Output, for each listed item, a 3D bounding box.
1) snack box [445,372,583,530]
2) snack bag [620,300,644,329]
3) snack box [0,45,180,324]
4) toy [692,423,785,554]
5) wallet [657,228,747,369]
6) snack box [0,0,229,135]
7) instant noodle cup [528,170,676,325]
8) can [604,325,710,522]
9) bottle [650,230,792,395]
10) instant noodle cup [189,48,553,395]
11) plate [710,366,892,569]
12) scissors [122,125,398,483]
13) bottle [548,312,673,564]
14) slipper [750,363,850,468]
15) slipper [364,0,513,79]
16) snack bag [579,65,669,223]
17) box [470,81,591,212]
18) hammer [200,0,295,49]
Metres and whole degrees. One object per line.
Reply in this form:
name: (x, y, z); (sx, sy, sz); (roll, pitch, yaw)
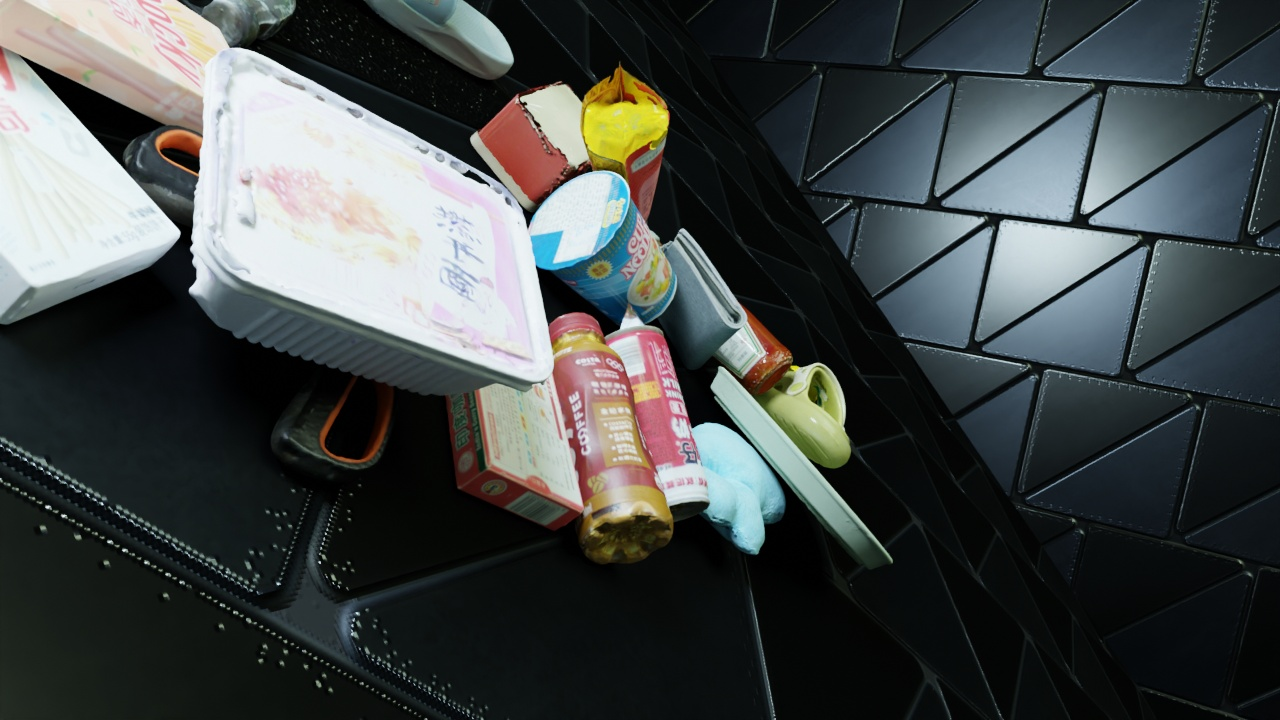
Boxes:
snack box: (-0.081, 0.021, 0.551); (0.077, 0.027, 0.155); (34, 28, -42)
snack bag: (-0.004, 0.004, 0.726); (0.048, 0.026, 0.104); (50, 37, -42)
snack box: (-0.258, -0.090, 0.341); (0.157, 0.027, 0.084); (51, 20, -11)
toy: (0.070, 0.095, 0.733); (0.161, 0.050, 0.156); (40, 21, -30)
wallet: (0.047, -0.056, 0.843); (0.106, 0.037, 0.130); (59, -19, 8)
snack box: (-0.245, -0.154, 0.430); (0.084, 0.026, 0.157); (57, 10, 15)
instant noodle cup: (-0.025, -0.085, 0.764); (0.110, 0.099, 0.099); (45, 21, -45)
can: (0.008, 0.045, 0.646); (0.053, 0.053, 0.132); (22, 47, -55)
bottle: (0.065, -0.053, 0.922); (0.206, 0.060, 0.059); (47, 17, 19)
instant noodle cup: (-0.129, -0.050, 0.428); (0.173, 0.060, 0.137); (24, 41, -44)
plate: (0.139, 0.099, 0.829); (0.230, 0.027, 0.230); (48, 2, -3)
scissors: (-0.154, -0.038, 0.467); (0.221, 0.022, 0.229); (40, 31, -25)
bottle: (-0.028, 0.043, 0.590); (0.057, 0.058, 0.174); (34, 28, -43)
slipper: (0.171, 0.048, 0.926); (0.091, 0.081, 0.190); (52, -3, -17)
slipper: (-0.189, -0.336, 0.821); (0.245, 0.074, 0.104); (23, 37, -57)
snack bag: (-0.010, -0.166, 0.839); (0.208, 0.073, 0.128); (84, 0, -72)
box: (-0.078, -0.205, 0.848); (0.091, 0.078, 0.168); (50, 21, -10)
hammer: (-0.336, -0.323, 0.534); (0.323, 0.032, 0.126); (45, 22, -22)
